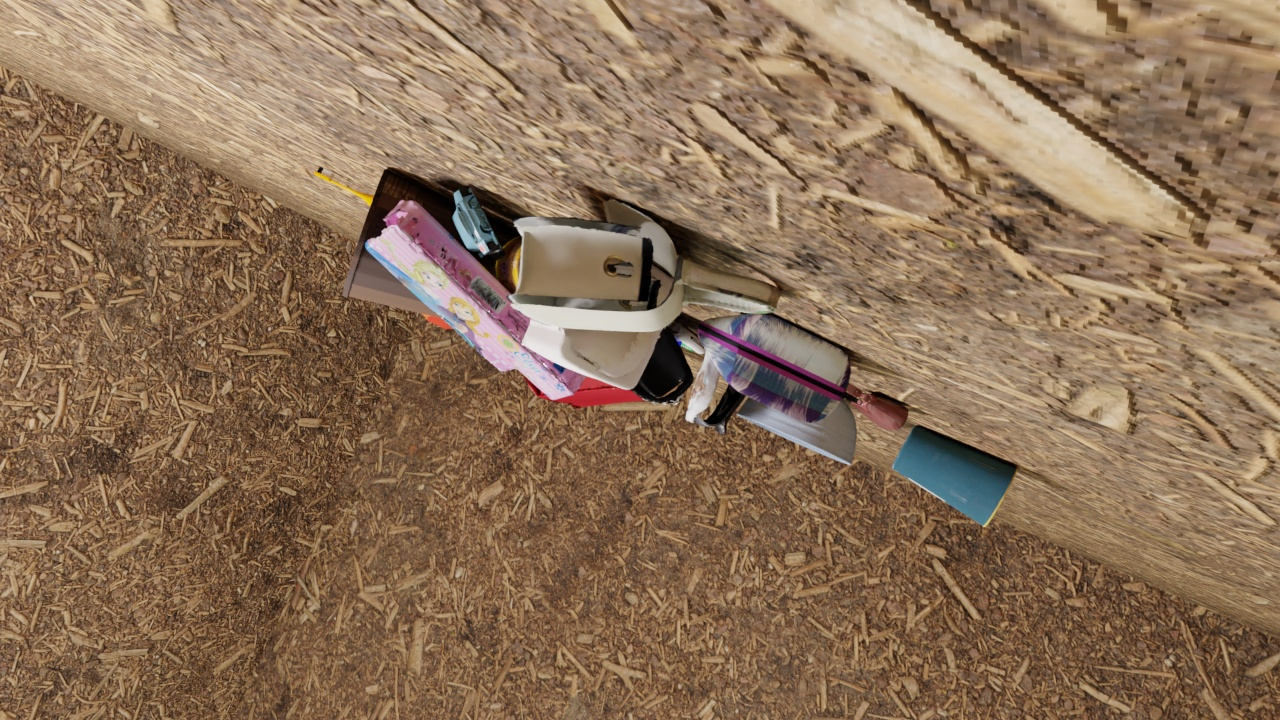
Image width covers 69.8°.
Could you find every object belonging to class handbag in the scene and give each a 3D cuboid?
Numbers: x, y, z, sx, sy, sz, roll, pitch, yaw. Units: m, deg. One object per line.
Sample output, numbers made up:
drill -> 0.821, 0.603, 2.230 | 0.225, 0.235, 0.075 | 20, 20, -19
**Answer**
handbag -> -0.006, 0.006, 1.061 | 0.125, 0.114, 0.154 | 55, 175, 2
handbag -> 0.008, -0.059, 0.626 | 0.176, 0.074, 0.151 | 5, 177, 6
handbag -> 0.113, -0.002, 0.820 | 0.144, 0.068, 0.170 | 25, -176, -8
handbag -> 0.214, 0.031, 0.942 | 0.119, 0.029, 0.055 | 30, 175, -10

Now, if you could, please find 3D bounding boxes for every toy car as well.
toy car -> -0.145, -0.115, 0.802 | 0.060, 0.027, 0.108 | 63, 176, -2

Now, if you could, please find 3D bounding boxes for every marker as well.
marker -> 0.062, -0.026, 1.177 | 0.017, 0.020, 0.133 | 19, 176, 22

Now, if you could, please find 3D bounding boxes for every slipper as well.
slipper -> 0.093, 0.025, 1.053 | 0.063, 0.111, 0.264 | 17, 173, 7

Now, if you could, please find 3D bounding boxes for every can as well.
can -> -0.092, -0.084, 0.848 | 0.067, 0.067, 0.105 | 25, 177, -20

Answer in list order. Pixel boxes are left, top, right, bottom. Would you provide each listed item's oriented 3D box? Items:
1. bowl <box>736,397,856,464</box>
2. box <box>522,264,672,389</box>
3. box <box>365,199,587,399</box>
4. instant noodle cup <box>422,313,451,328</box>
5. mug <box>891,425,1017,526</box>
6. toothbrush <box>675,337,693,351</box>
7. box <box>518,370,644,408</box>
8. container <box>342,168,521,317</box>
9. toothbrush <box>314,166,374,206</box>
bowl -> 0.201, 0.064, 1.122 | 0.150, 0.074, 0.150 | 25, 178, 1
box -> -0.019, -0.036, 0.740 | 0.102, 0.108, 0.102 | 27, 173, -42
box -> -0.150, -0.046, 0.843 | 0.230, 0.063, 0.085 | 46, 172, -20
instant noodle cup -> -0.199, -0.097, 1.133 | 0.123, 0.123, 0.121 | 23, -175, 17
mug -> 0.359, 0.129, 1.061 | 0.121, 0.078, 0.078 | 28, 179, 18
toothbrush -> 0.131, 0.006, 1.252 | 0.187, 0.016, 0.015 | 24, 178, 4
box -> -0.183, -0.025, 1.455 | 0.425, 0.128, 0.212 | 25, 180, 17
container -> -0.197, -0.101, 0.929 | 0.167, 0.132, 0.132 | 19, 180, -16
toothbrush -> -0.330, -0.198, 1.163 | 0.197, 0.031, 0.031 | 26, 174, 8
